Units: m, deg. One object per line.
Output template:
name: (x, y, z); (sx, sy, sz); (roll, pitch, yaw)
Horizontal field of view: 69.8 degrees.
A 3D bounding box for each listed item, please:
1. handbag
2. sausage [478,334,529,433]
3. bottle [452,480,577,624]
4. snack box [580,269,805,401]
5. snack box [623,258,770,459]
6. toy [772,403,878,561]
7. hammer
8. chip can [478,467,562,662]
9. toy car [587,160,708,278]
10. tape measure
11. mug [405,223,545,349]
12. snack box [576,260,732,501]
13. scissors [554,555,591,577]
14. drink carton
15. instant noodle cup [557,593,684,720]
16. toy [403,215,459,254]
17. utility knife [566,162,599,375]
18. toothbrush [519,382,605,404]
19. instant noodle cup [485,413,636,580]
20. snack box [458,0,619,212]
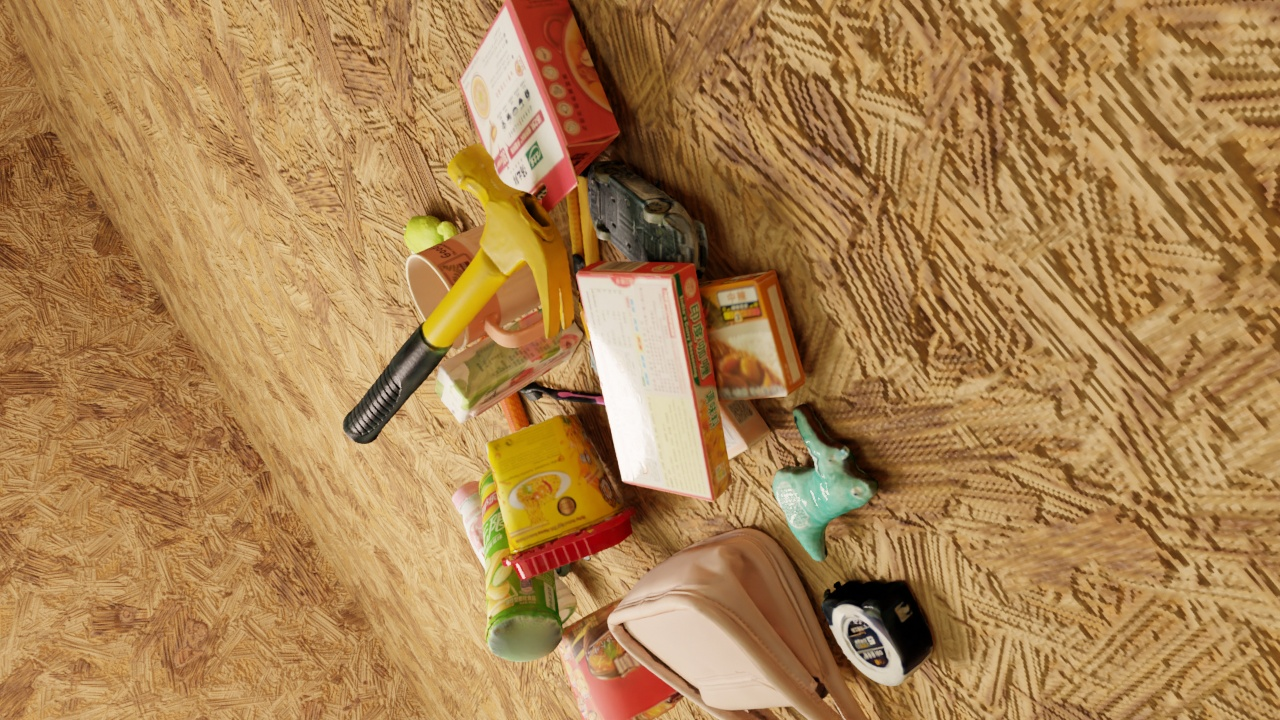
handbag: (0.098, 0.256, 0.748); (0.234, 0.093, 0.194); (49, 150, 2)
sausage: (-0.135, 0.042, 0.950); (0.021, 0.021, 0.165); (15, 129, 51)
bottle: (-0.152, 0.225, 1.069); (0.197, 0.068, 0.068); (50, 150, 25)
snack box: (0.030, -0.010, 0.603); (0.154, 0.026, 0.075); (-6, 106, 43)
snack box: (0.023, 0.005, 0.669); (0.157, 0.026, 0.085); (56, 149, 5)
toy: (0.116, 0.078, 0.595); (0.096, 0.030, 0.092); (62, 147, 11)
hammer: (-0.152, -0.018, 0.684); (0.129, 0.032, 0.302); (51, 130, 2)
chip can: (-0.123, 0.196, 0.918); (0.221, 0.072, 0.073); (-107, 8, -54)
toy car: (0.002, -0.092, 0.606); (0.120, 0.036, 0.054); (43, 145, 44)
tape measure: (0.161, 0.182, 0.615); (0.066, 0.033, 0.066); (-19, 98, 62)
mug: (-0.112, -0.059, 0.736); (0.114, 0.105, 0.082); (42, 147, 28)
snack box: (0.010, 0.013, 0.592); (0.077, 0.026, 0.156); (6, 118, 37)
scissors: (-0.114, 0.184, 1.051); (0.171, 0.019, 0.177); (59, 152, 2)
drink carton: (-0.110, 0.002, 0.773); (0.045, 0.122, 0.054); (51, 149, 12)
instant noodle cup: (-0.014, 0.290, 0.890); (0.108, 0.137, 0.138); (61, 152, 12)
toy: (-0.196, -0.109, 0.896); (0.100, 0.031, 0.097); (42, 147, 20)
utility knife: (-0.041, -0.065, 0.713); (0.033, 0.015, 0.217); (37, 144, 39)
toothbrush: (-0.064, 0.035, 0.844); (0.189, 0.014, 0.018); (4, 130, 55)
instant noodle cup: (-0.077, 0.118, 0.831); (0.116, 0.116, 0.123); (18, -129, -81)
snack box: (-0.068, -0.161, 0.620); (0.113, 0.044, 0.127); (-24, 86, 60)
